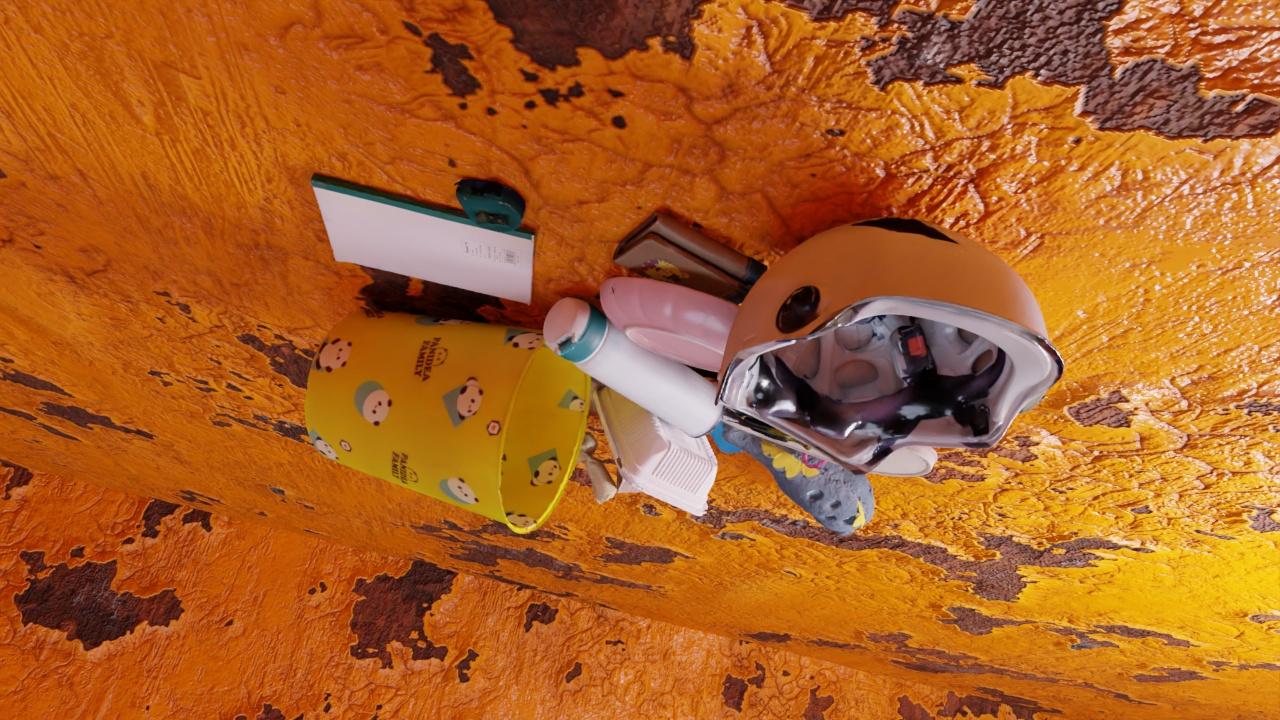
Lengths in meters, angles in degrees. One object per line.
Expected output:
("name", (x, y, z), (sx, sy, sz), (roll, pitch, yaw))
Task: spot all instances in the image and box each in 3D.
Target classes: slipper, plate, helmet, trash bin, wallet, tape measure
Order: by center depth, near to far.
("helmet", (0.190, -0.027, 0.725), (0.229, 0.145, 0.259), (23, 146, -26))
("tape measure", (-0.129, -0.133, 0.797), (0.054, 0.025, 0.058), (6, 157, 17))
("wallet", (0.043, -0.085, 0.813), (0.115, 0.033, 0.090), (26, 155, -20))
("plate", (0.047, -0.026, 0.877), (0.192, 0.039, 0.192), (18, 170, 3))
("trash bin", (-0.216, 0.054, 1.039), (0.255, 0.229, 0.230), (11, 158, 17))
("slipper", (0.201, 0.067, 1.044), (0.275, 0.054, 0.114), (15, 156, 25))

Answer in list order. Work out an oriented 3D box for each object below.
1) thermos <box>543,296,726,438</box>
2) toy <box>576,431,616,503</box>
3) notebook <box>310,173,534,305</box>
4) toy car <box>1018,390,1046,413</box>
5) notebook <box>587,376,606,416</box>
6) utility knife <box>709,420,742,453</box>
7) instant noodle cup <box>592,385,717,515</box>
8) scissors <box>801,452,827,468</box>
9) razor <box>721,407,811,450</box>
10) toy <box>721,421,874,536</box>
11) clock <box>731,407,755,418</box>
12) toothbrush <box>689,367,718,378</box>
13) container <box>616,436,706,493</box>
("thermos", (-0.006, 0.006, 0.982), (0.224, 0.073, 0.073), (33, 150, -33))
("toy", (-0.086, 0.123, 1.220), (0.157, 0.066, 0.105), (53, 172, -7))
("notebook", (-0.207, -0.113, 0.899), (0.209, 0.012, 0.151), (14, 157, -3))
("toy car", (0.338, 0.042, 0.939), (0.070, 0.042, 0.159), (24, 152, -25))
("notebook", (-0.126, 0.043, 1.215), (0.212, 0.012, 0.149), (-8, 148, 40))
("utility knife", (0.093, 0.075, 1.166), (0.034, 0.018, 0.202), (-9, 150, 17))
("instant noodle cup", (0.024, 0.088, 1.079), (0.138, 0.173, 0.060), (29, 112, -34))
("scissors", (0.245, 0.091, 1.087), (0.136, 0.064, 0.017), (-19, 155, 37))
("razor", (0.146, 0.076, 1.022), (0.143, 0.022, 0.043), (14, 154, 32))
("toy", (0.238, 0.168, 1.217), (0.138, 0.091, 0.356), (9, 158, 41))
("clock", (0.143, 0.023, 0.942), (0.055, 0.082, 0.122), (22, 156, -32))
("toothbrush", (0.037, 0.013, 1.060), (0.181, 0.018, 0.016), (4, 148, 15))
("container", (0.027, 0.126, 1.216), (0.111, 0.090, 0.090), (3, 158, -6))
